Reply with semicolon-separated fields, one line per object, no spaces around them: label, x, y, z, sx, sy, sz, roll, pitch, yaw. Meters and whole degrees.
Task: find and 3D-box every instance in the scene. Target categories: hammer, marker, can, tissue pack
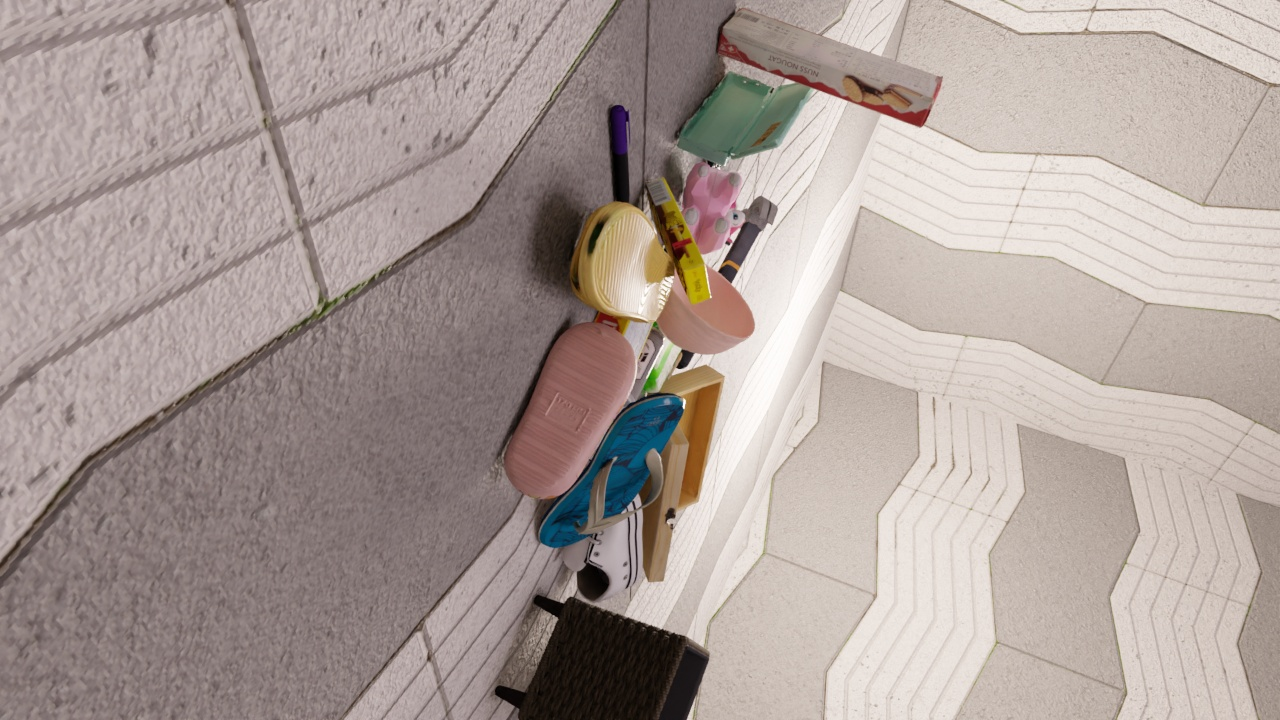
hammer;0.127;-0.123;1.443;0.312;0.035;0.139;-61;-170;-13
marker;-0.019;-0.205;0.943;0.134;0.018;0.015;87;7;-52
can;-0.007;0.007;1.178;0.044;0.044;0.106;83;30;-57
tissue pack;0.030;-0.019;1.291;0.100;0.034;0.113;81;32;-53

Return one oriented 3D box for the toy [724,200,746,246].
toy;0.135;-0.219;1.396;0.065;0.050;0.102;-33;134;-58

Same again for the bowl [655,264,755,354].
bowl;0.070;-0.062;1.215;0.076;0.153;0.152;-49;176;30

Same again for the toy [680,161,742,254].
toy;0.080;-0.190;1.152;0.157;0.067;0.123;137;-31;-83

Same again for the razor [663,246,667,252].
razor;0.062;-0.166;1.260;0.144;0.021;0.044;-15;123;-74

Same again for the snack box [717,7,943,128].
snack box;0.233;-0.364;1.139;0.044;0.273;0.076;102;16;-46

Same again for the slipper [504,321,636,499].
slipper;-0.070;0.057;0.954;0.082;0.093;0.197;96;18;-69

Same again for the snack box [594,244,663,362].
snack box;-0.021;-0.037;1.084;0.092;0.042;0.200;65;46;-67

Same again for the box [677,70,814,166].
box;0.139;-0.307;1.146;0.055;0.138;0.186;83;29;-42

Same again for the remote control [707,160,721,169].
remote control;0.099;-0.269;1.266;0.045;0.021;0.141;-33;144;-64

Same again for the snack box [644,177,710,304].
snack box;0.041;-0.137;1.038;0.061;0.025;0.148;73;-3;-53

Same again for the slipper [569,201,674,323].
slipper;-0.028;-0.095;0.927;0.263;0.078;0.099;23;87;-74

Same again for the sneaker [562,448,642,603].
sneaker;-0.062;0.227;1.205;0.097;0.091;0.246;-28;137;-30

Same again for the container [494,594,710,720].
container;-0.043;0.430;1.239;0.321;0.205;0.176;66;45;-67

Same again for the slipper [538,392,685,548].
slipper;-0.024;0.143;1.036;0.118;0.060;0.296;-10;146;-36

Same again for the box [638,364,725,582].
box;0.041;0.160;1.384;0.251;0.119;0.248;-66;165;-60
